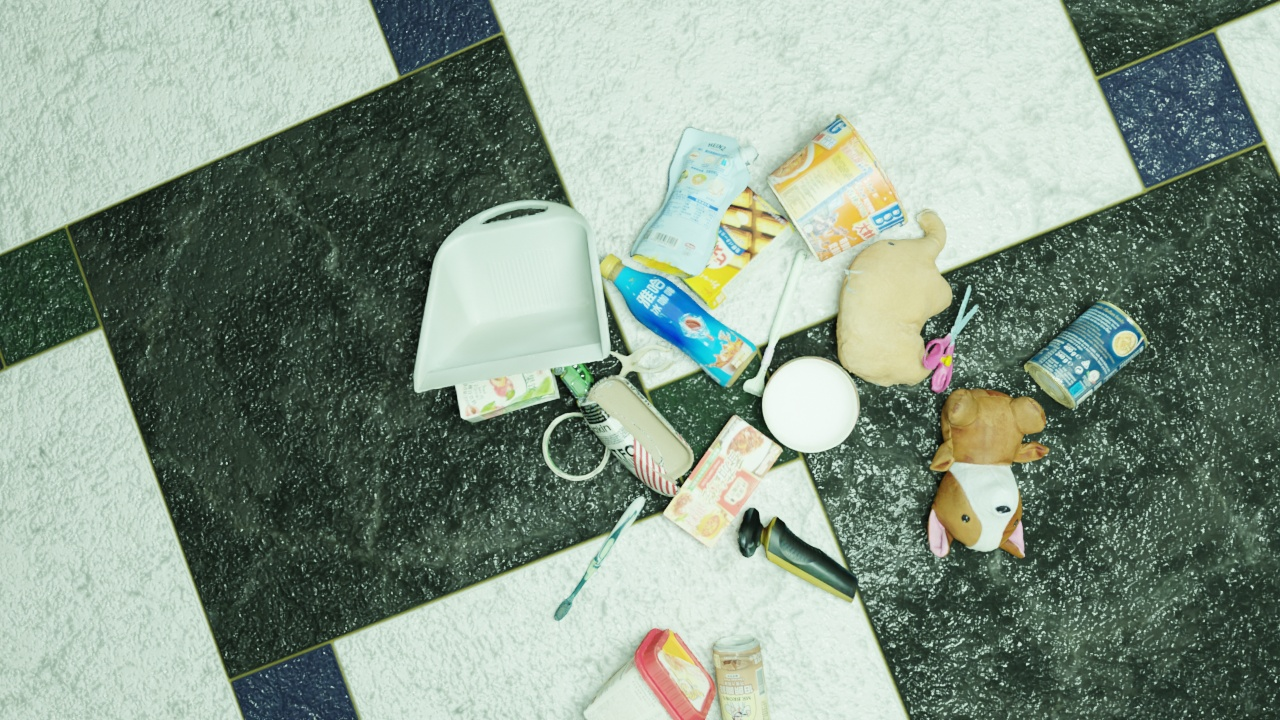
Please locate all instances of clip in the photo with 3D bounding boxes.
[{"bbox_3d":[-0.007,0.002,1.147,0.100,0.034,0.071,-12,88,13],"label":"clip"}]

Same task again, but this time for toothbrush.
[{"bbox_3d":[0.170,-0.048,1.136,0.029,0.020,0.189,20,89,-25],"label":"toothbrush"},{"bbox_3d":[-0.052,0.249,1.149,0.016,0.018,0.191,35,92,6],"label":"toothbrush"}]

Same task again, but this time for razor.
[{"bbox_3d":[0.190,0.242,1.113,0.167,0.062,0.068,31,121,0],"label":"razor"}]

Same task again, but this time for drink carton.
[{"bbox_3d":[-0.166,0.036,1.152,0.122,0.045,0.053,-16,76,4],"label":"drink carton"}]

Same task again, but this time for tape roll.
[{"bbox_3d":[-0.081,0.108,1.158,0.086,0.014,0.086,0,89,5],"label":"tape roll"}]

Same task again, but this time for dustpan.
[{"bbox_3d":[-0.153,-0.093,1.084,0.223,0.257,0.143,-10,111,5],"label":"dustpan"}]

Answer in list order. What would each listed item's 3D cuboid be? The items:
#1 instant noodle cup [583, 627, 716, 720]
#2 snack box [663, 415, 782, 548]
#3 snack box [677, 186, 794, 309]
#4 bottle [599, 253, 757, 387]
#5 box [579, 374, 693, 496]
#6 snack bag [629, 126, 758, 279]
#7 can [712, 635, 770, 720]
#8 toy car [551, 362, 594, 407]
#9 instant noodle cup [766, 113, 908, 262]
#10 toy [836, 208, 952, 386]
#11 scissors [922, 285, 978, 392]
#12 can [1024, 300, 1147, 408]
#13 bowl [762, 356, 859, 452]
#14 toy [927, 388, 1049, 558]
[{"bbox_3d":[0.008,0.403,1.097,0.124,0.116,0.116,-39,85,14],"label":"instant noodle cup"},{"bbox_3d":[0.102,0.149,1.133,0.075,0.025,0.153,36,92,6],"label":"snack box"},{"bbox_3d":[0.108,-0.139,1.124,0.140,0.033,0.087,-44,62,5],"label":"snack box"},{"bbox_3d":[0.041,-0.055,1.126,0.218,0.065,0.065,38,92,7],"label":"bottle"},{"bbox_3d":[0.000,0.088,1.116,0.163,0.076,0.087,44,64,-14],"label":"box"},{"bbox_3d":[0.066,-0.195,1.123,0.110,0.039,0.190,18,77,36],"label":"snack bag"},{"bbox_3d":[0.123,0.396,1.107,0.058,0.058,0.116,-8,88,5],"label":"can"},{"bbox_3d":[-0.078,0.025,1.145,0.036,0.043,0.091,-34,86,3],"label":"toy car"},{"bbox_3d":[0.225,-0.194,1.076,0.111,0.151,0.151,-32,85,12],"label":"instant noodle cup"},{"bbox_3d":[0.305,-0.082,1.093,0.143,0.082,0.226,16,88,-23],"label":"toy"},{"bbox_3d":[0.365,-0.028,1.084,0.017,0.113,0.134,20,93,42],"label":"scissors"},{"bbox_3d":[0.518,-0.006,1.071,0.111,0.075,0.075,-41,85,3],"label":"can"},{"bbox_3d":[0.203,0.053,1.107,0.113,0.062,0.113,0,89,7],"label":"bowl"},{"bbox_3d":[0.400,0.134,1.062,0.140,0.130,0.199,6,98,0],"label":"toy"}]
